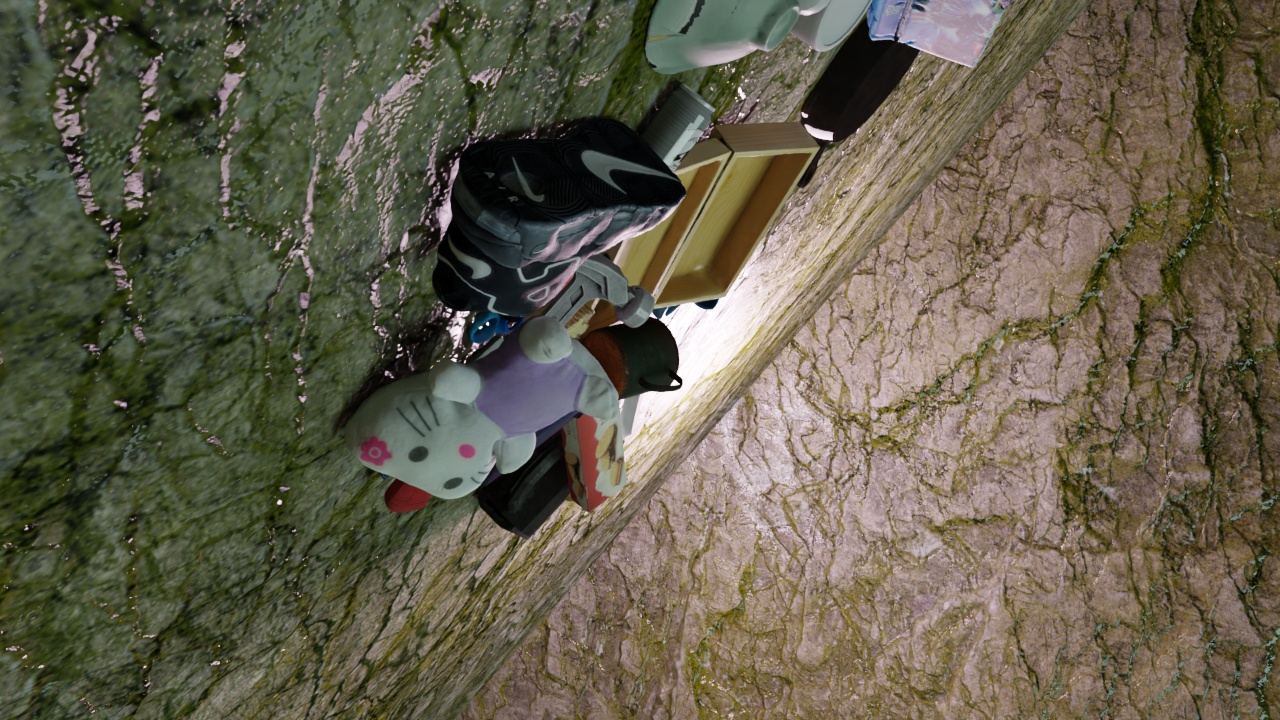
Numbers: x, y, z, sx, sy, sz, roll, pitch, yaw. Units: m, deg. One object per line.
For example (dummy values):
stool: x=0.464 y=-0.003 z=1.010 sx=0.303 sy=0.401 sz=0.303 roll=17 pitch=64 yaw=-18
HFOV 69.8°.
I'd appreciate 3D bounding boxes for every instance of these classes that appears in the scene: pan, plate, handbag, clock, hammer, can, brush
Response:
pan: x=0.289 y=-0.346 z=1.253 sx=0.248 sy=0.043 sz=0.357 roll=-41 pitch=167 yaw=-27
plate: x=-0.008 y=0.055 z=1.356 sx=0.173 sy=0.019 sz=0.173 roll=18 pitch=87 yaw=-87
handbag: x=-0.123 y=0.152 z=1.255 sx=0.197 sy=0.102 sz=0.199 roll=-47 pitch=168 yaw=-5
clock: x=0.166 y=-0.343 z=0.813 sx=0.120 sy=0.061 sz=0.159 roll=-47 pitch=163 yaw=-5
hammer: x=-0.135 y=0.025 z=0.834 sx=0.126 sy=0.036 sz=0.316 roll=33 pitch=108 yaw=-33
can: x=0.019 y=-0.189 z=0.809 sx=0.107 sy=0.044 sz=0.044 roll=-52 pitch=167 yaw=18
brush: x=-0.093 y=-0.031 z=0.932 sx=0.116 sy=0.039 sz=0.049 roll=-34 pitch=164 yaw=-44

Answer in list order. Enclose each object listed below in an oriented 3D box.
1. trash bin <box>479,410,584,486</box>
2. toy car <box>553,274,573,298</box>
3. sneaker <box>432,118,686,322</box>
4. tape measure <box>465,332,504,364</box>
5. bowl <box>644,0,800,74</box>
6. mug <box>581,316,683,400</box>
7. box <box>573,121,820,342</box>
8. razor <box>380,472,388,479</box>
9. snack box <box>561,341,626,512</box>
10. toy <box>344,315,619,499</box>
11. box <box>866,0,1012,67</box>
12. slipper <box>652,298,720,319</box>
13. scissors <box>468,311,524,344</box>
trash bin: x=-0.122 y=0.048 z=0.960 sx=0.160 sy=0.094 sz=0.092 roll=-37 pitch=174 yaw=-34
toy car: x=-0.070 y=-0.082 z=0.885 sx=0.038 sy=0.025 sz=0.089 roll=-45 pitch=168 yaw=-13
sneaker: x=-0.066 y=-0.095 z=0.710 sx=0.151 sy=0.097 sz=0.251 roll=-49 pitch=168 yaw=35
tape measure: x=-0.139 y=0.017 z=0.877 sx=0.060 sy=0.062 sz=0.020 roll=-44 pitch=-157 yaw=-16
bowl: x=0.086 y=-0.277 z=0.708 sx=0.174 sy=0.068 sz=0.174 roll=-43 pitch=168 yaw=-11
mug: x=-0.006 y=0.006 z=1.009 sx=0.081 sy=0.111 sz=0.085 roll=-15 pitch=129 yaw=-40
box: x=0.047 y=-0.140 z=1.008 sx=0.256 sy=0.076 sz=0.248 roll=-26 pitch=156 yaw=-39
razor: x=-0.223 y=0.072 z=0.857 sx=0.043 sy=0.018 sz=0.141 roll=-40 pitch=166 yaw=-31
snack box: x=-0.061 y=0.077 z=1.136 sx=0.076 sy=0.044 sz=0.273 roll=-35 pitch=141 yaw=-31
toy: x=-0.134 y=0.036 z=0.759 sx=0.209 sy=0.085 sz=0.137 roll=-28 pitch=135 yaw=13
box: x=0.255 y=-0.365 z=0.816 sx=0.075 sy=0.167 sz=0.244 roll=-33 pitch=166 yaw=-4
slipper: x=0.094 y=-0.113 z=1.283 sx=0.213 sy=0.059 sz=0.104 roll=-34 pitch=159 yaw=-45
scissors: x=-0.109 y=-0.071 z=0.826 sx=0.073 sy=0.016 sz=0.134 roll=-17 pitch=142 yaw=-59
